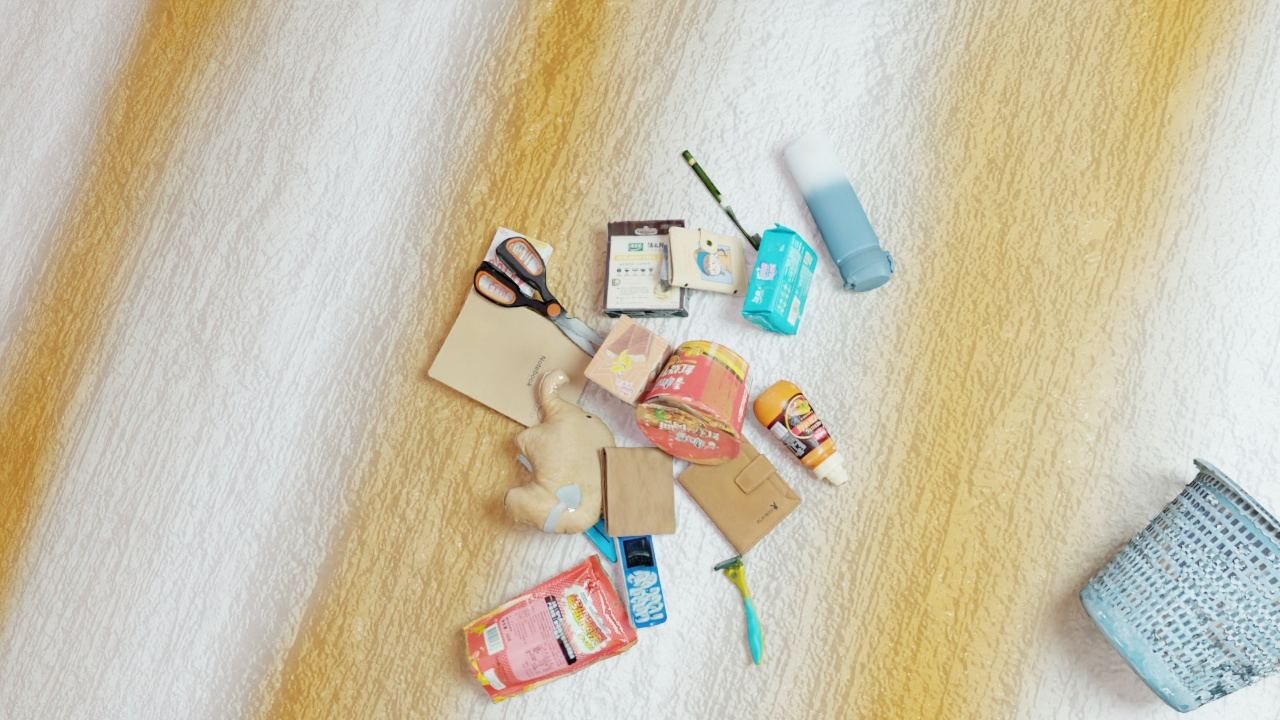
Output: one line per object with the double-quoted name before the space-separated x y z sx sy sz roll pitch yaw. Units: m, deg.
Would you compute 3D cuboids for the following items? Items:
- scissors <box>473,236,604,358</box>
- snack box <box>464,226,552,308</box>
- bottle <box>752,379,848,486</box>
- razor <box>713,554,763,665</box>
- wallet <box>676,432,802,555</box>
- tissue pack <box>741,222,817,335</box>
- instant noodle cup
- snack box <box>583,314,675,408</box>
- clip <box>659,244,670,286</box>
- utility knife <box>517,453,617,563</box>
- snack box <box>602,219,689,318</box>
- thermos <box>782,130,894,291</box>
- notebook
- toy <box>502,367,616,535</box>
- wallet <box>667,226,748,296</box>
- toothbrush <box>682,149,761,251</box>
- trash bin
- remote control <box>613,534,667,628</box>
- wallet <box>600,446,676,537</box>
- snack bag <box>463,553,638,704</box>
"scissors" -0.140 -0.067 1.277 0.161 0.022 0.234 -24 80 -1
"snack box" -0.195 -0.107 1.321 0.085 0.027 0.156 21 85 18
"bottle" 0.207 0.096 1.151 0.067 0.066 0.149 -40 78 4
"razor" 0.130 0.310 1.139 0.043 0.028 0.132 -31 67 38
"wallet" 0.126 0.165 1.172 0.108 0.031 0.132 -42 72 5
"tissue pack" 0.180 -0.103 1.181 0.050 0.093 0.133 13 81 33
"instant noodle cup" 0.076 0.050 1.152 0.138 0.138 0.108 13 55 17
"snack box" -0.007 0.007 1.209 0.077 0.093 0.094 32 87 19
"clip" 0.038 -0.128 1.215 0.024 0.026 0.056 9 75 10
"utility knife" -0.095 0.191 1.233 0.203 0.018 0.034 41 91 21
"snack box" 0.010 -0.124 1.254 0.113 0.053 0.125 1 77 14
"thermos" 0.258 -0.193 1.197 0.070 0.070 0.220 -25 73 9
"notebook" -0.174 0.001 1.279 0.208 0.008 0.147 26 86 8
"toy" -0.097 0.121 1.213 0.143 0.083 0.225 11 60 -7
"wallet" 0.088 -0.134 1.218 0.115 0.024 0.087 6 75 -25
"toothbrush" 0.114 -0.225 1.270 0.017 0.012 0.185 -34 71 -1
"trash bin" 0.582 0.246 0.949 0.195 0.226 0.226 -43 70 16
"remote control" -0.001 0.278 1.177 0.049 0.024 0.124 -5 75 -20
"wallet" -0.002 0.168 1.181 0.101 0.020 0.115 4 78 -28
"snack bag" -0.119 0.350 1.183 0.208 0.073 0.128 -27 77 3
